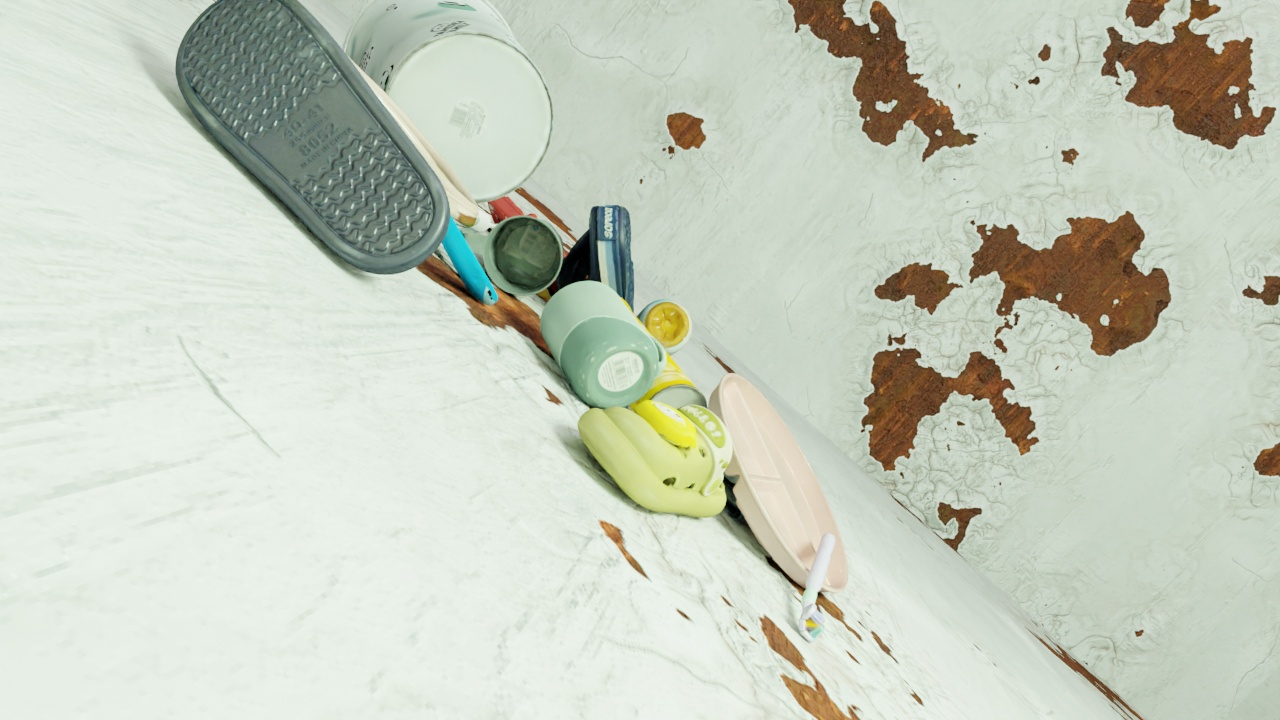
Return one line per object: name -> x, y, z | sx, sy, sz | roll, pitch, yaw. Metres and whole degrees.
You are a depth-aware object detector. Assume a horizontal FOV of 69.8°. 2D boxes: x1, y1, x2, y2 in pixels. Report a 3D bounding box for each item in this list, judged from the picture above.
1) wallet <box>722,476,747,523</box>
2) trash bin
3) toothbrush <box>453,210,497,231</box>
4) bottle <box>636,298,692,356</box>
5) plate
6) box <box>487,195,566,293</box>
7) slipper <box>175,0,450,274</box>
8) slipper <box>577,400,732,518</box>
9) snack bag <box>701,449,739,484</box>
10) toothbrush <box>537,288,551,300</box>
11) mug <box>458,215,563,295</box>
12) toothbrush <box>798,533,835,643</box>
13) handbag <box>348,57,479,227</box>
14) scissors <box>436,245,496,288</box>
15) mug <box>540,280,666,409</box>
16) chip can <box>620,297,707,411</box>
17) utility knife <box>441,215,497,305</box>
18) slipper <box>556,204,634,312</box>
wallet -> 0.081, 0.121, 0.913 | 0.121, 0.019, 0.097 | 44, 9, 34
trash bin -> -0.220, -0.307, 1.067 | 0.229, 0.230, 0.252 | 36, 10, -34
toothbrush -> -0.209, -0.177, 1.150 | 0.026, 0.027, 0.221 | 51, 8, 5
bottle -> 0.017, -0.032, 1.186 | 0.068, 0.068, 0.190 | 41, -11, -3
plate -> 0.130, 0.118, 0.878 | 0.229, 0.028, 0.229 | 48, 22, -27
box -> -0.128, -0.138, 1.263 | 0.201, 0.060, 0.161 | 45, -3, 35
slipper -> -0.235, -0.157, 0.669 | 0.268, 0.110, 0.083 | 48, -11, 13
slipper -> 0.024, 0.066, 0.705 | 0.091, 0.081, 0.190 | 42, 4, 30
snack bag -> 0.081, 0.095, 0.904 | 0.105, 0.026, 0.045 | 44, 10, 19
toothbrush -> -0.071, -0.037, 1.075 | 0.191, 0.016, 0.018 | 44, -1, 28
mug -> -0.144, -0.123, 1.005 | 0.124, 0.084, 0.103 | 15, 9, -4
toothbrush -> 0.150, 0.180, 0.765 | 0.021, 0.029, 0.188 | 5, 11, 15
handbag -> -0.242, -0.206, 0.848 | 0.234, 0.093, 0.193 | 37, 5, -21
scissors -> -0.203, -0.115, 0.874 | 0.176, 0.012, 0.162 | 46, 8, 27
mug -> -0.024, -0.010, 0.837 | 0.111, 0.082, 0.106 | 10, 26, -31
chip can -> -0.006, 0.005, 0.940 | 0.072, 0.072, 0.213 | 36, 9, -35
utility knife -> -0.158, -0.105, 0.760 | 0.034, 0.018, 0.191 | 38, -16, 24
slipper -> -0.053, -0.091, 1.078 | 0.095, 0.105, 0.253 | 4, -24, 0
